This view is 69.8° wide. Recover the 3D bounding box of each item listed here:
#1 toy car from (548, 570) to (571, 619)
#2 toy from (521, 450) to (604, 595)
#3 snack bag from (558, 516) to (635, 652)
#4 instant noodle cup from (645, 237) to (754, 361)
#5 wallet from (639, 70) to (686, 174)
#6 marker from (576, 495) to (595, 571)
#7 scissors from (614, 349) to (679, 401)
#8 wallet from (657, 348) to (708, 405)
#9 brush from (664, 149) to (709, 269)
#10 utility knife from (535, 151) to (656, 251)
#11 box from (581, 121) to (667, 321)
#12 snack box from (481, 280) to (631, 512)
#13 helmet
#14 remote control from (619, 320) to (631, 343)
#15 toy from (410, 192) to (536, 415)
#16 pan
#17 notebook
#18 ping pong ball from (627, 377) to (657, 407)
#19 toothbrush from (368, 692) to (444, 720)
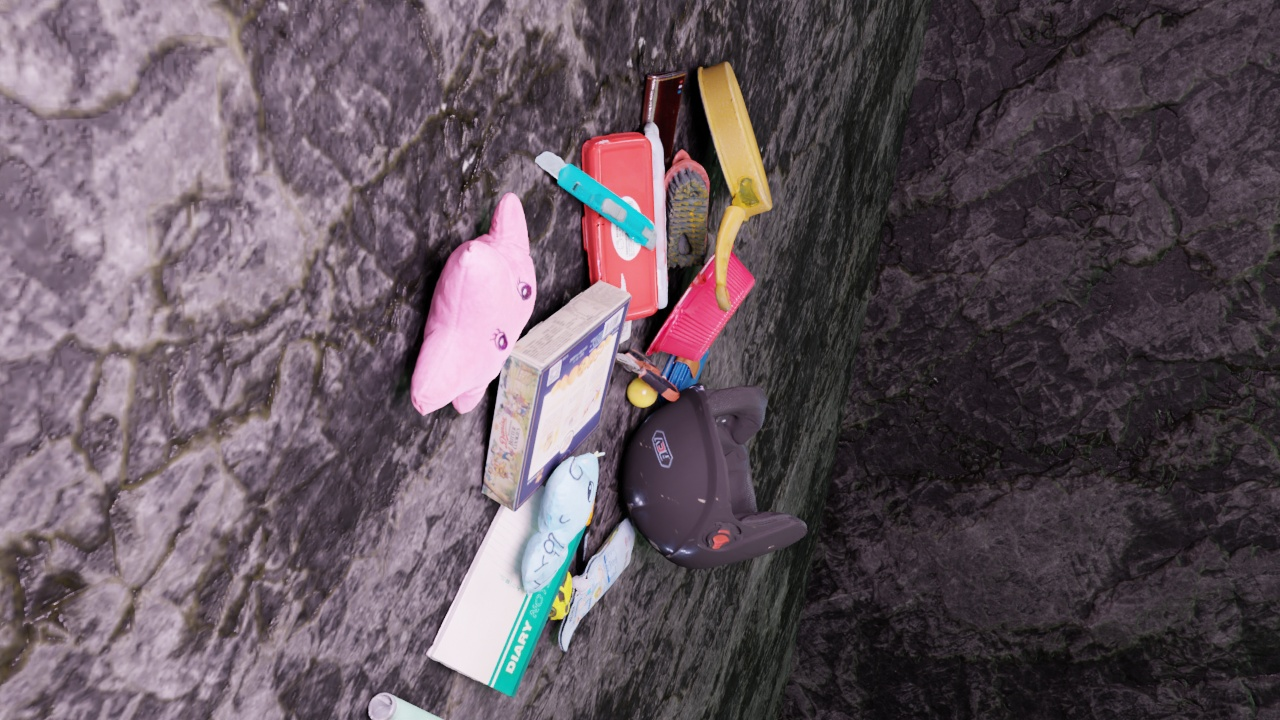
[{"bbox_3d":[-0.100,0.258,1.077,0.048,0.032,0.105,-80,165,-56],"label":"toy car"},{"bbox_3d":[-0.082,0.165,0.965,0.156,0.050,0.162,-60,164,-28],"label":"toy"},{"bbox_3d":[-0.058,0.287,1.205,0.190,0.039,0.110,-40,155,-63],"label":"snack bag"},{"bbox_3d":[0.087,-0.068,1.201,0.193,0.066,0.194,-54,178,-3],"label":"instant noodle cup"},{"bbox_3d":[0.023,-0.273,1.069,0.096,0.020,0.122,-37,140,-58],"label":"wallet"},{"bbox_3d":[-0.071,0.218,1.173,0.018,0.015,0.124,-31,135,-53],"label":"marker"},{"bbox_3d":[0.001,0.015,1.097,0.015,0.192,0.207,-47,-160,6],"label":"scissors"},{"bbox_3d":[0.067,0.016,1.353,0.106,0.040,0.132,76,34,-59],"label":"wallet"},{"bbox_3d":[0.053,-0.187,1.138,0.146,0.063,0.069,91,-10,-45],"label":"brush"},{"bbox_3d":[-0.038,-0.157,0.909,0.179,0.013,0.029,29,89,-43],"label":"utility knife"},{"bbox_3d":[-0.002,-0.149,0.996,0.154,0.074,0.201,-32,126,-49],"label":"box"},{"bbox_3d":[-0.084,0.033,0.927,0.177,0.046,0.183,-44,155,-52],"label":"snack box"},{"bbox_3d":[0.084,0.159,1.232,0.275,0.230,0.233,54,17,-51],"label":"helmet"},{"bbox_3d":[-0.022,-0.079,1.079,0.048,0.024,0.125,-34,136,-58],"label":"remote control"},{"bbox_3d":[-0.134,-0.039,0.744,0.179,0.074,0.194,94,16,-66],"label":"toy"},{"bbox_3d":[0.108,-0.206,1.104,0.198,0.078,0.356,57,22,-50],"label":"pan"},{"bbox_3d":[-0.134,0.239,0.982,0.150,0.012,0.208,51,55,-47],"label":"notebook"},{"bbox_3d":[0.002,0.041,1.200,0.040,0.040,0.040,-49,147,-48],"label":"ping pong ball"},{"bbox_3d":[-0.210,0.364,0.908,0.225,0.026,0.027,70,19,-57],"label":"toothbrush"}]
